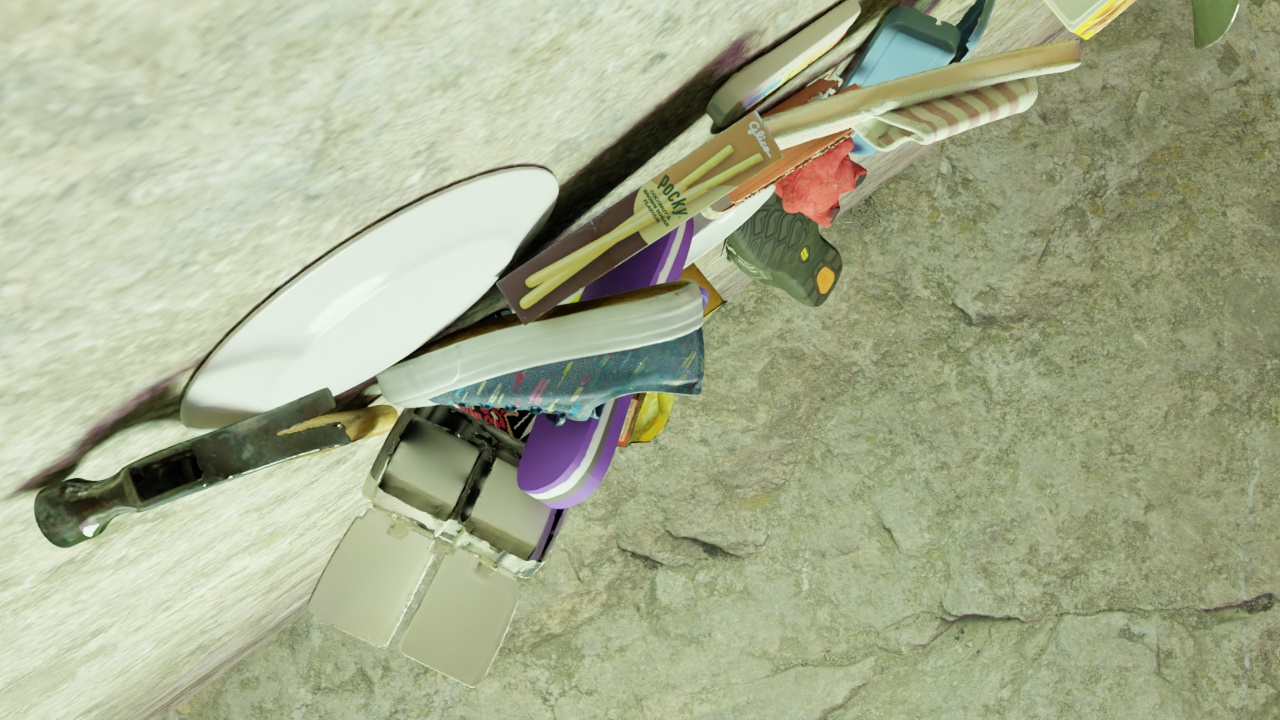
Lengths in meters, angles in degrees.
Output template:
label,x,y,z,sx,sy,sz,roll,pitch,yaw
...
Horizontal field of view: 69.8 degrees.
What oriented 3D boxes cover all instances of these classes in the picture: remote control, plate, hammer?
label,x,y,z,sx,sy,sz,roll,pitch,yaw
remote control,0.094,-0.195,0.598,0.125,0.018,0.038,-38,177,-15
plate,-0.141,-0.025,0.521,0.242,0.016,0.242,-37,177,-3
hammer,-0.210,0.049,0.576,0.132,0.033,0.330,-22,-179,1

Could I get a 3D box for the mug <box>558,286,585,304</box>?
label,x,y,z,sx,sy,sz,roll,pitch,yaw
mug,-0.046,-0.041,0.850,0.116,0.068,0.094,-37,177,6

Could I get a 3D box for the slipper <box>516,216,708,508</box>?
label,x,y,z,sx,sy,sz,roll,pitch,yaw
slipper,-0.004,0.004,0.723,0.107,0.084,0.265,-20,-138,48

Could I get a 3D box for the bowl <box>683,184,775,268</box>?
label,x,y,z,sx,sy,sz,roll,pitch,yaw
bowl,0.054,-0.131,0.855,0.149,0.043,0.149,-37,177,-3

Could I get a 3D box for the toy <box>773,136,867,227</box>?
label,x,y,z,sx,sy,sz,roll,pitch,yaw
toy,0.143,-0.189,0.858,0.088,0.094,0.133,-48,149,1

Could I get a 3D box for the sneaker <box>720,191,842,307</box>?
label,x,y,z,sx,sy,sz,roll,pitch,yaw
sneaker,0.132,-0.154,1.056,0.101,0.143,0.238,-57,143,0

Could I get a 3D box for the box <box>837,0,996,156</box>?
label,x,y,z,sx,sy,sz,roll,pitch,yaw
box,0.224,-0.255,0.802,0.085,0.073,0.209,-61,-179,-15

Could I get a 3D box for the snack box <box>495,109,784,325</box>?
label,x,y,z,sx,sy,sz,roll,pitch,yaw
snack box,0.001,-0.094,0.594,0.186,0.031,0.101,-32,-171,11

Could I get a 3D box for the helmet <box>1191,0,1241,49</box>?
label,x,y,z,sx,sy,sz,roll,pitch,yaw
helmet,0.410,-0.344,0.587,0.227,0.154,0.267,-44,177,13

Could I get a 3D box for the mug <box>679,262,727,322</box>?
label,x,y,z,sx,sy,sz,roll,pitch,yaw
mug,0.016,-0.061,0.989,0.124,0.094,0.100,-39,177,9

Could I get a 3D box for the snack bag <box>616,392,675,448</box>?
label,x,y,z,sx,sy,sz,roll,pitch,yaw
snack bag,-0.071,0.036,0.974,0.208,0.067,0.138,10,-143,32

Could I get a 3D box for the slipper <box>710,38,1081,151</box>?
label,x,y,z,sx,sy,sz,roll,pitch,yaw
slipper,0.183,-0.177,0.665,0.263,0.052,0.115,-14,-167,4

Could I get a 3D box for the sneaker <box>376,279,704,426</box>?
label,x,y,z,sx,sy,sz,roll,pitch,yaw
sneaker,-0.064,0.007,0.625,0.236,0.079,0.087,-12,-168,16

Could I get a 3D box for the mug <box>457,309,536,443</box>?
label,x,y,z,sx,sy,sz,roll,pitch,yaw
mug,-0.118,0.026,0.777,0.081,0.098,0.118,-35,177,-26

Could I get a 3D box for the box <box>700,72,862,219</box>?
label,x,y,z,sx,sy,sz,roll,pitch,yaw
box,0.108,-0.173,0.747,0.186,0.056,0.071,-34,-152,-19

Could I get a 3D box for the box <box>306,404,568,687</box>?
label,x,y,z,sx,sy,sz,roll,pitch,yaw
box,-0.139,0.124,0.660,0.058,0.144,0.187,-49,-167,51

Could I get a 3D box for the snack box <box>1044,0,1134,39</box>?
label,x,y,z,sx,sy,sz,roll,pitch,yaw
snack box,0.301,-0.287,0.642,0.062,0.110,0.229,-40,176,31
